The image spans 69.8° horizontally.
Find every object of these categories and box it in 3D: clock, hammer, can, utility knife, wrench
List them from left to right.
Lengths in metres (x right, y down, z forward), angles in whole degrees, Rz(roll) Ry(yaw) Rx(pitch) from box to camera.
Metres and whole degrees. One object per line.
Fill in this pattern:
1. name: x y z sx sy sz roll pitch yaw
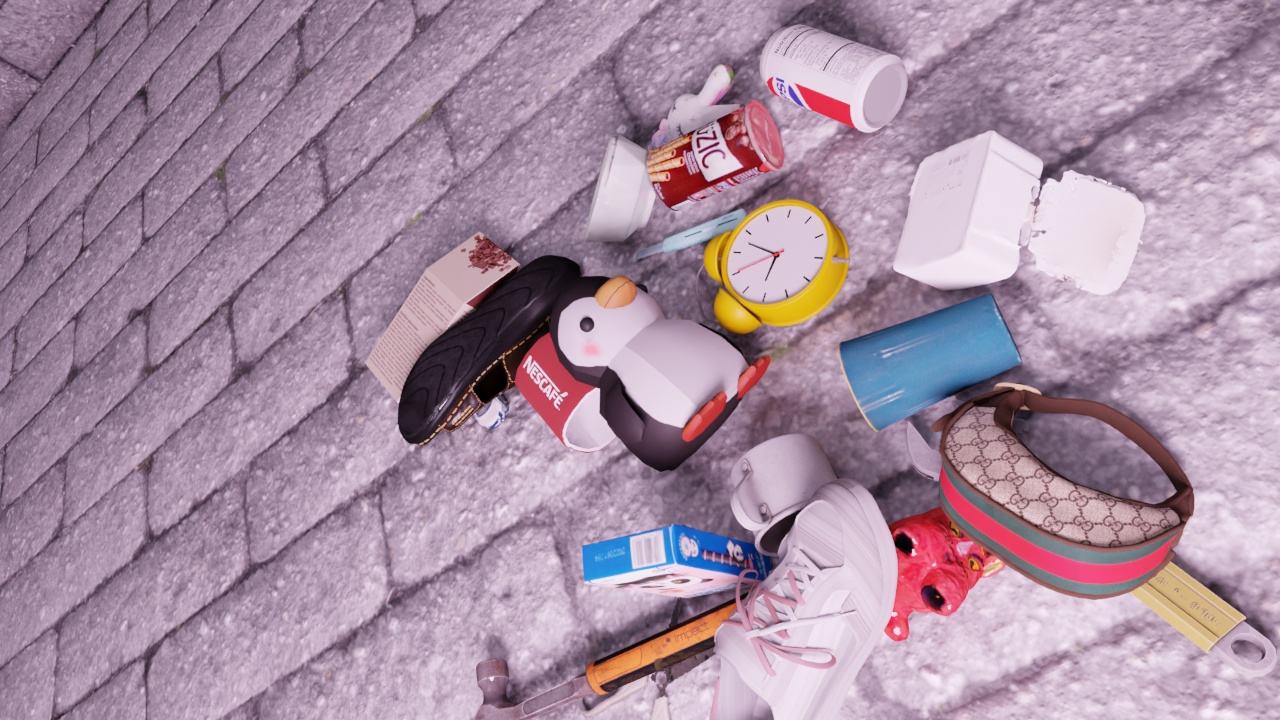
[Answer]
1. hammer: -0.018 0.281 0.794 0.315 0.035 0.137 -31 51 23
2. utility knife: 0.052 -0.125 0.942 0.141 0.015 0.022 -15 64 36
3. clock: 0.118 -0.086 0.849 0.152 0.052 0.113 -23 59 24
4. can: 0.180 -0.267 0.863 0.132 0.070 0.070 39 97 41
5. wrench: 0.300 0.115 0.636 0.083 0.018 0.273 -38 50 -8

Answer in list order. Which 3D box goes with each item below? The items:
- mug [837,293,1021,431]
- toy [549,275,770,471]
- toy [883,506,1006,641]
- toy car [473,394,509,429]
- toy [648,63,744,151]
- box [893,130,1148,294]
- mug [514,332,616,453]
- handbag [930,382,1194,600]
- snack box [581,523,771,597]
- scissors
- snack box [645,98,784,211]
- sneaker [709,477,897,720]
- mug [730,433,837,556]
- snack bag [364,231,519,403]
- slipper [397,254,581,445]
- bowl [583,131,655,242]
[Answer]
1. mug: 0.227 -0.002 0.718 0.122 0.078 0.078 -24 58 22
2. toy: -0.005 0.005 0.824 0.184 0.158 0.140 42 136 13
3. toy: 0.201 0.154 0.693 0.133 0.093 0.088 -25 87 55
4. toy car: -0.181 0.041 1.041 0.039 0.027 0.090 -49 50 8
5. toy: 0.057 -0.255 0.974 0.123 0.038 0.079 -32 62 26
6. box: 0.301 -0.106 0.712 0.152 0.132 0.107 -10 63 69
7. mug: -0.056 0.017 0.918 0.116 0.080 0.096 -53 50 9
8. handbag: 0.284 0.078 0.628 0.138 0.063 0.166 -31 44 -24
9. snack box: 0.033 0.165 0.742 0.088 0.154 0.033 -19 63 31
10. scissors: 0.007 0.292 0.803 0.158 0.012 0.170 -10 65 32
11. snack box: 0.074 -0.202 0.917 0.122 0.072 0.072 -18 62 31
12. sneaker: 0.104 0.195 0.661 0.099 0.089 0.236 35 119 46
13. mug: 0.110 0.107 0.734 0.084 0.113 0.070 -48 46 32
14. snack bag: -0.224 -0.048 1.082 0.094 0.070 0.206 39 97 41
15. slipper: -0.159 -0.007 1.010 0.267 0.076 0.113 -47 43 -12
16. bowl: -0.017 -0.175 0.967 0.117 0.061 0.117 -168 92 -84
